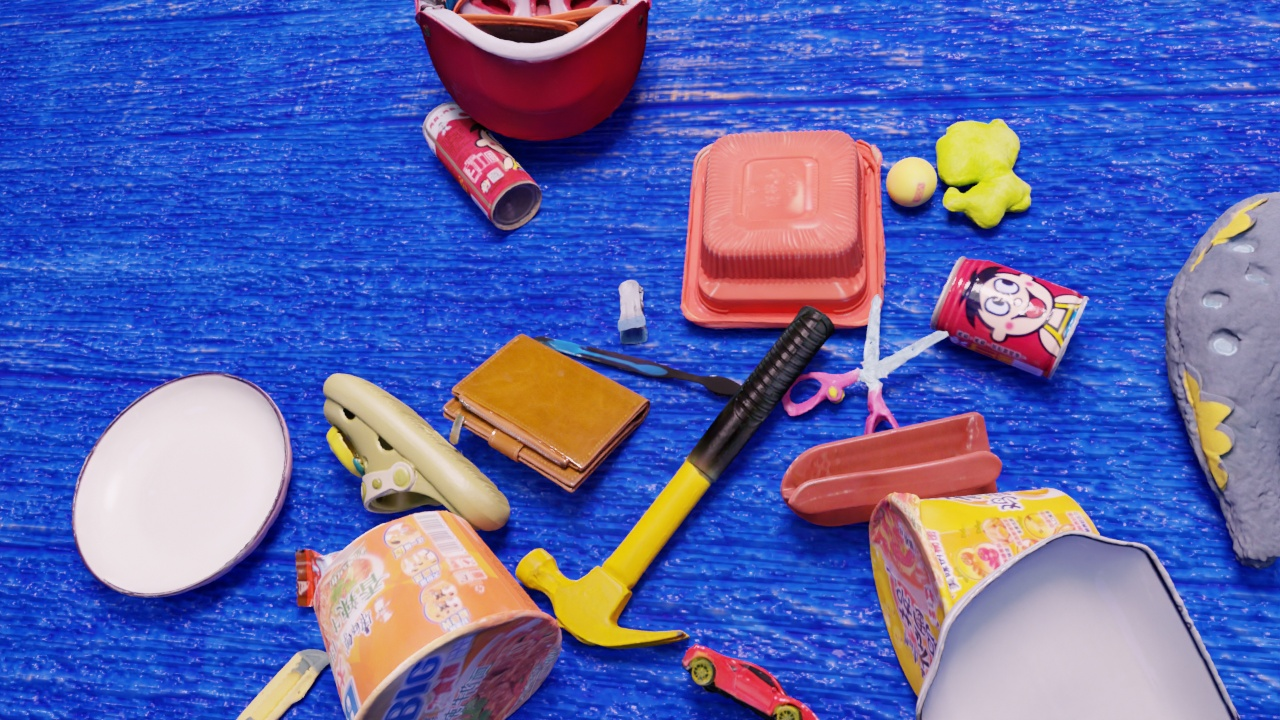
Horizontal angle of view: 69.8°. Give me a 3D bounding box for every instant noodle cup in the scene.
[{"bbox_3d":[0.220,0.143,0.573,0.110,0.138,0.138,-11,63,-3],"label":"instant noodle cup"},{"bbox_3d":[0.116,-0.120,0.749,0.165,0.079,0.188,-1,63,11],"label":"instant noodle cup"},{"bbox_3d":[-0.145,0.183,0.625,0.151,0.151,0.111,-37,55,-7],"label":"instant noodle cup"}]

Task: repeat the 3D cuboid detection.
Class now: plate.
[{"bbox_3d":[0.246,0.212,0.509,0.162,0.034,0.266,-34,104,-6],"label":"plate"},{"bbox_3d":[-0.374,0.104,0.765,0.192,0.039,0.192,-5,64,10],"label":"plate"}]

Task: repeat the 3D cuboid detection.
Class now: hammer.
[{"bbox_3d":[0.045,0.083,0.680,0.129,0.033,0.300,35,81,22],"label":"hammer"}]

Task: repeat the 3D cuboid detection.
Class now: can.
[{"bbox_3d":[-0.148,-0.181,0.847,0.053,0.053,0.132,-37,63,-7],"label":"can"},{"bbox_3d":[0.271,-0.034,0.680,0.094,0.066,0.066,25,72,22],"label":"can"}]

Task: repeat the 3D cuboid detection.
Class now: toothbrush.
[{"bbox_3d":[-0.005,0.004,0.753,0.190,0.016,0.014,14,77,21],"label":"toothbrush"}]

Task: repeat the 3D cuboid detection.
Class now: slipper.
[{"bbox_3d":[-0.187,0.083,0.710,0.190,0.092,0.081,34,78,21],"label":"slipper"}]

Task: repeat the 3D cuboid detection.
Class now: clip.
[{"bbox_3d":[-0.007,-0.044,0.771,0.027,0.043,0.058,-8,56,11],"label":"clip"}]

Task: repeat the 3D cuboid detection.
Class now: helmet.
[{"bbox_3d":[-0.094,-0.294,0.844,0.207,0.144,0.239,-5,46,-2],"label":"helmet"}]

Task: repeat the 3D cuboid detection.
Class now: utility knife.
[{"bbox_3d":[-0.301,0.290,0.677,0.031,0.020,0.190,32,79,30],"label":"utility knife"}]

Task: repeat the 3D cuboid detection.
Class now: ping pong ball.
[{"bbox_3d":[0.224,-0.147,0.759,0.040,0.040,0.040,-5,64,9],"label":"ping pong ball"}]

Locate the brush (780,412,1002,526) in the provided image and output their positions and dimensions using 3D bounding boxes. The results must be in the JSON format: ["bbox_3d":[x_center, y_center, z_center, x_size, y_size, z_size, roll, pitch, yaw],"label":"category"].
[{"bbox_3d":[0.170,0.080,0.638,0.146,0.069,0.063,-11,93,7],"label":"brush"}]

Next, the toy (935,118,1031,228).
[{"bbox_3d":[0.280,-0.158,0.758,0.096,0.031,0.100,-28,67,-13],"label":"toy"}]

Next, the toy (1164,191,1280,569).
[{"bbox_3d":[0.444,-0.038,0.634,0.138,0.091,0.355,32,77,11],"label":"toy"}]

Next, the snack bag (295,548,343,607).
[{"bbox_3d":[-0.217,0.159,0.713,0.104,0.026,0.048,-13,75,6],"label":"snack bag"}]

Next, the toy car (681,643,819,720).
[{"bbox_3d":[0.078,0.221,0.608,0.106,0.049,0.031,25,73,23],"label":"toy car"}]

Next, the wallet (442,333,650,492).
[{"bbox_3d":[-0.078,0.039,0.719,0.131,0.035,0.118,28,52,22],"label":"wallet"}]

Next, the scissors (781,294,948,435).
[{"bbox_3d":[0.174,0.019,0.690,0.133,0.017,0.130,-30,68,14],"label":"scissors"}]
